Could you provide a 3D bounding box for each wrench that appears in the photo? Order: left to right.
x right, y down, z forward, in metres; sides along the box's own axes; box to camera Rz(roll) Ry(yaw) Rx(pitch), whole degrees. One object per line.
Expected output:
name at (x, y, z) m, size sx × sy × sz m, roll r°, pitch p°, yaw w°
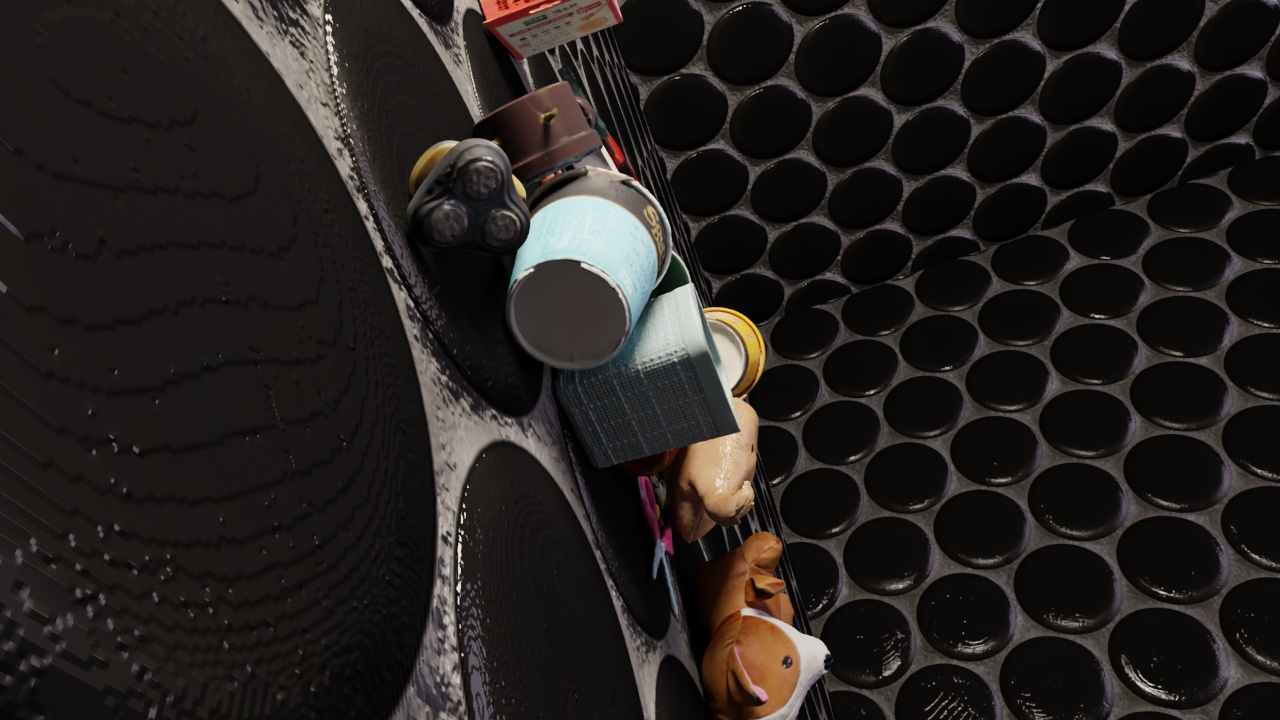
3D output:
wrench at (-0.022, -0.209, 0.964) m, size 0.056 × 0.016 × 0.273 m, roll 66°, pitch 9°, yaw 30°

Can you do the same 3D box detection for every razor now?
razor at (-0.086, -0.089, 0.518) m, size 0.067 × 0.062 × 0.167 m, roll 38°, pitch 7°, yaw -6°

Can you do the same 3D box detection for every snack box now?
snack box at (-0.084, -0.331, 0.847) m, size 0.127 × 0.113 × 0.044 m, roll -28°, pitch 101°, yaw -82°

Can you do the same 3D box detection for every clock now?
clock at (-0.073, -0.160, 0.659) m, size 0.055 × 0.082 × 0.121 m, roll 63°, pitch 12°, yaw -13°

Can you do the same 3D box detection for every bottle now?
bottle at (0.023, 0.043, 0.811) m, size 0.205 × 0.060 × 0.060 m, roll -42°, pitch 114°, yaw -70°

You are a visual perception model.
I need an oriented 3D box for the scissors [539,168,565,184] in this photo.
scissors at (-0.062, -0.115, 0.865) m, size 0.199 × 0.015 × 0.204 m, roll 61°, pitch 13°, yaw -57°

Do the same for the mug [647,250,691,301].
mug at (-0.026, -0.063, 0.740) m, size 0.082 × 0.111 × 0.106 m, roll -68°, pitch -163°, yaw 3°

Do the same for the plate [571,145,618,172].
plate at (-0.030, -0.180, 1.007) m, size 0.266 × 0.034 × 0.162 m, roll 59°, pitch 8°, yaw -21°

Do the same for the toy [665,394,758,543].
toy at (0.069, 0.098, 0.838) m, size 0.226 × 0.082 × 0.143 m, roll 104°, pitch -2°, yaw -80°

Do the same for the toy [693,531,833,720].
toy at (0.108, 0.261, 0.831) m, size 0.199 × 0.131 × 0.140 m, roll -73°, pitch 151°, yaw -60°

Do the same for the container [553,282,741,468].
container at (0.003, 0.015, 0.663) m, size 0.090 × 0.111 × 0.090 m, roll -95°, pitch 164°, yaw -58°

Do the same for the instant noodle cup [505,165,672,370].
instant noodle cup at (-0.039, -0.057, 0.604) m, size 0.120 × 0.111 × 0.111 m, roll -77°, pitch 149°, yaw -59°

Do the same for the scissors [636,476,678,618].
scissors at (0.016, 0.156, 0.786) m, size 0.134 × 0.017 × 0.133 m, roll -31°, pitch 107°, yaw -82°

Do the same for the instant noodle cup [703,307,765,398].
instant noodle cup at (0.084, -0.003, 1.083) m, size 0.114 × 0.118 × 0.118 m, roll -17°, pitch 88°, yaw -77°
